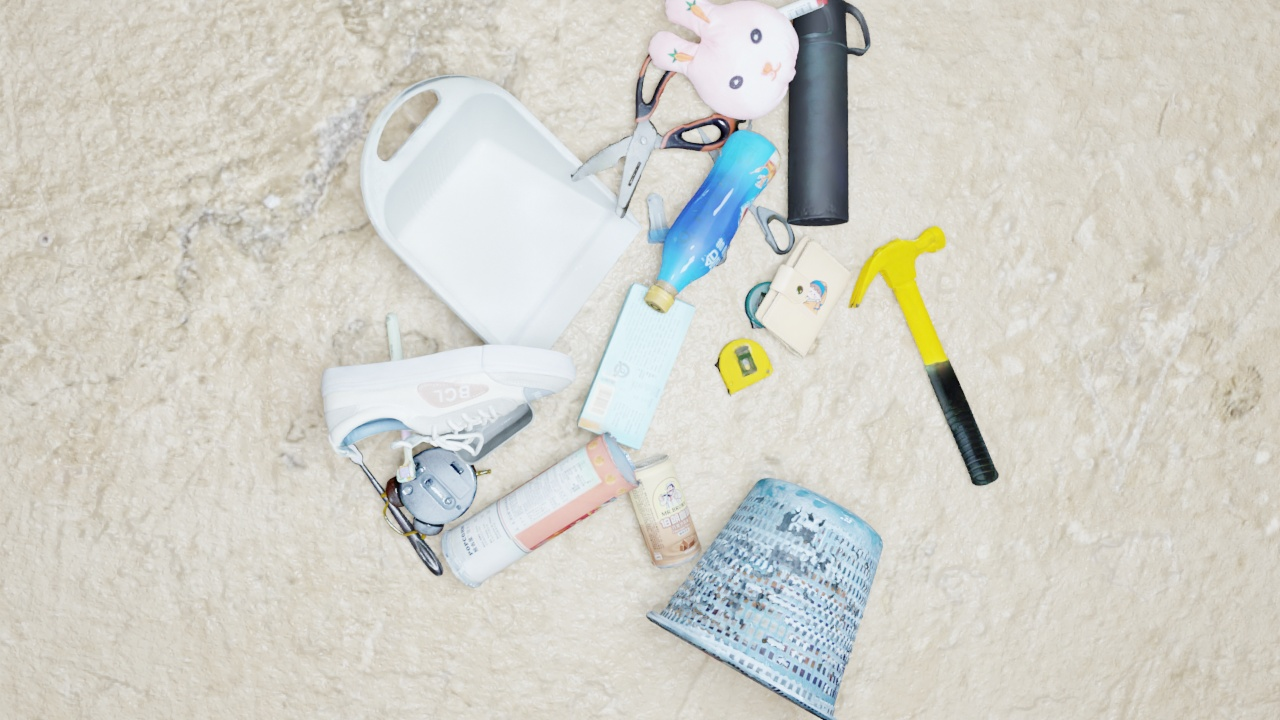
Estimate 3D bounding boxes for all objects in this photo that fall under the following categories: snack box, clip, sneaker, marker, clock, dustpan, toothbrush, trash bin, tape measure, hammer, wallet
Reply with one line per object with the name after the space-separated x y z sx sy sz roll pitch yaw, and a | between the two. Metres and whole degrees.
-0.006 0.006 1.018 0.074 0.051 0.175 22 90 -6 | snack box
0.018 -0.160 1.033 0.027 0.043 0.058 -7 88 -3 | clip
-0.179 0.043 0.867 0.242 0.089 0.090 -7 76 -1 | sneaker
0.132 -0.368 1.004 0.145 0.017 0.017 -16 93 23 | marker
-0.228 0.142 1.001 0.122 0.055 0.082 -43 95 -2 | clock
-0.151 -0.155 0.941 0.258 0.143 0.222 36 76 -1 | dustpan
-0.273 0.166 1.019 0.015 0.018 0.181 -36 96 -19 | toothbrush
0.150 0.242 0.972 0.226 0.227 0.194 31 76 -5 | trash bin
0.117 0.004 1.039 0.060 0.029 0.057 -25 93 -4 | tape measure
0.340 0.003 1.056 0.128 0.033 0.300 -24 93 -3 | hammer
0.182 -0.073 1.027 0.087 0.024 0.115 37 80 -24 | wallet
0.146 -0.062 1.042 0.054 0.025 0.058 11 90 -6 | tape measure
-0.259 0.036 0.985 0.020 0.029 0.189 10 64 -46 | toothbrush

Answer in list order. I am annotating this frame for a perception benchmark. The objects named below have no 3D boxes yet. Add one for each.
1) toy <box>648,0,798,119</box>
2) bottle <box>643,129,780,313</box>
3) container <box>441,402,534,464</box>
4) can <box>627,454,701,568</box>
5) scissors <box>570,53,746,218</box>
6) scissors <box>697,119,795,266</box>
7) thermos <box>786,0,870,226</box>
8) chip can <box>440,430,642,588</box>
0.090 -0.332 0.991 0.159 0.054 0.121 22 113 -1 | toy
0.072 -0.147 0.989 0.065 0.065 0.218 34 79 -5 | bottle
-0.168 0.047 0.974 0.090 0.114 0.090 -36 94 -4 | container
0.024 0.168 1.021 0.058 0.058 0.116 -19 93 -4 | can
0.017 -0.256 1.008 0.226 0.015 0.189 -13 84 -17 | scissors
0.110 -0.185 1.044 0.180 0.014 0.159 41 84 -2 | scissors
0.209 -0.274 1.018 0.090 0.068 0.242 1 91 1 | thermos
-0.107 0.159 0.981 0.215 0.071 0.071 -33 94 10 | chip can
